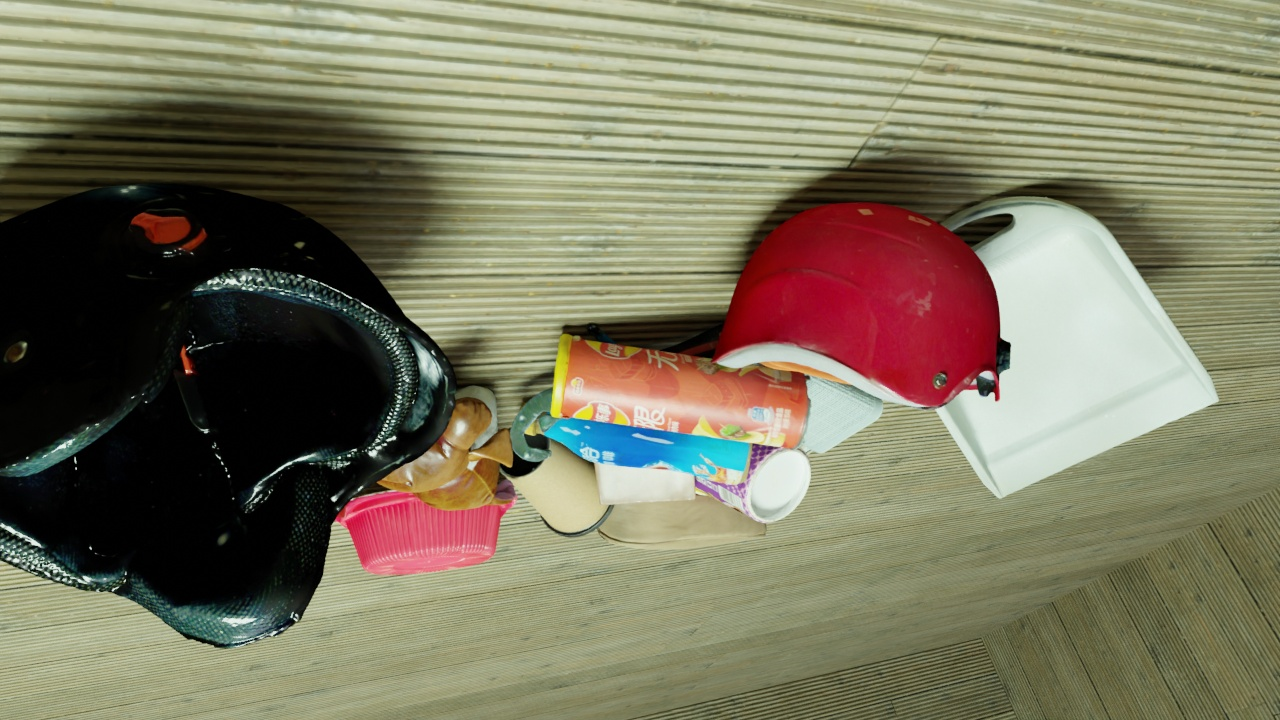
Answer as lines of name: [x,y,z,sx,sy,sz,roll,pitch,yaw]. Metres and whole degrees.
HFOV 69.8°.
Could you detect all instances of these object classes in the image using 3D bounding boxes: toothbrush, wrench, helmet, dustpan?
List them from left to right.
helmet: [-0.251,0.012,0.513,0.274,0.230,0.234,-21,146,-11]
toothbrush: [-0.005,0.005,0.860,0.014,0.016,0.189,-20,149,18]
wrench: [0.007,0.015,0.828,0.273,0.056,0.016,-25,-179,-6]
helmet: [0.184,-0.046,0.719,0.207,0.144,0.239,11,-175,38]
dustpan: [0.353,-0.017,0.833,0.223,0.257,0.142,-32,172,25]

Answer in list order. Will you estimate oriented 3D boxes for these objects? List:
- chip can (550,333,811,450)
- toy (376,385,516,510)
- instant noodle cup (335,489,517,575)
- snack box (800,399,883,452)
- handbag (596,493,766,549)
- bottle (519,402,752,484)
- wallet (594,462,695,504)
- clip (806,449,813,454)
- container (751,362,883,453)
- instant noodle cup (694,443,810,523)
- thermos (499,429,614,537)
chip can: [0.033,0.029,0.785,0.216,0.073,0.073,9,147,-5]
toy: [-0.172,0.068,0.787,0.130,0.140,0.200,-55,161,-20]
instant noodle cup: [-0.222,0.180,0.953,0.194,0.065,0.194,-6,161,-2]
snack box: [0.211,0.060,1.009,0.156,0.027,0.085,-25,157,-26]
handbag: [0.047,0.173,1.091,0.204,0.099,0.148,5,170,-36]
bottle: [-0.006,0.068,0.860,0.219,0.065,0.065,9,150,4]
wallet: [0.003,0.090,0.913,0.101,0.020,0.115,-5,107,5]
clip: [0.195,0.124,1.156,0.103,0.035,0.092,-35,143,16]
container: [0.157,0.022,0.886,0.111,0.090,0.090,23,132,-36]
instant noodle cup: [0.112,0.106,0.932,0.111,0.099,0.112,-14,116,-31]
thermos: [-0.086,0.120,0.945,0.093,0.093,0.143,-24,142,11]
